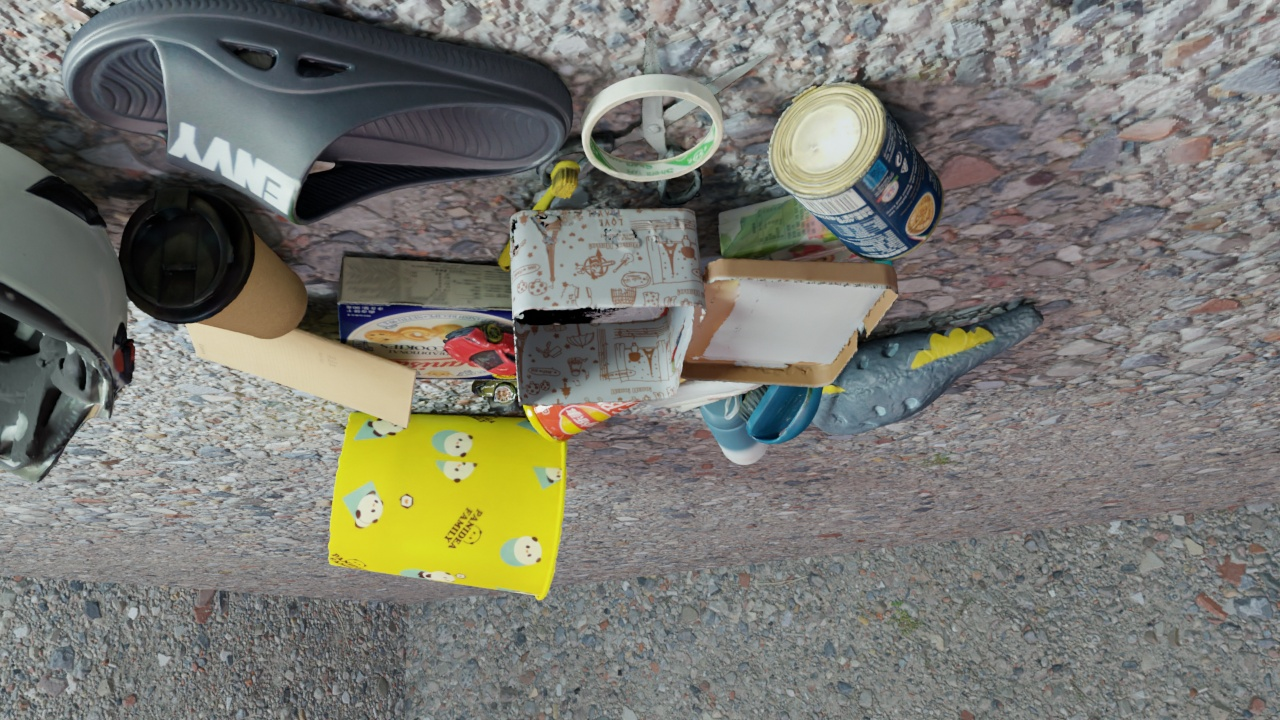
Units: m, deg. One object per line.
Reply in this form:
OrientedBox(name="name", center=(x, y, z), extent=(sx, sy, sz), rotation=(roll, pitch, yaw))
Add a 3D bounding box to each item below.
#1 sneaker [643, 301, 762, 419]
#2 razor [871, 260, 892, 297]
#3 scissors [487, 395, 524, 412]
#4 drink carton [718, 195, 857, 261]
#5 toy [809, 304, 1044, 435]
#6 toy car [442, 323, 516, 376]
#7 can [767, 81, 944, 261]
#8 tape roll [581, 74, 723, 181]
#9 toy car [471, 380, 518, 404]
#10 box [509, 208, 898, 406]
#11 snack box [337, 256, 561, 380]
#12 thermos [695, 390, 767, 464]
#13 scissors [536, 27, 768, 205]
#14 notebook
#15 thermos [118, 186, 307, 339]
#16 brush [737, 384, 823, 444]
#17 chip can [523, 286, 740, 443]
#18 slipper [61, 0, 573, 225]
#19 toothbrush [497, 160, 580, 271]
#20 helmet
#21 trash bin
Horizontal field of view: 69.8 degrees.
OrientedBox(name="sneaker", center=(0.095, 0.008, 0.892), extent=(0.090, 0.089, 0.243), rotation=(28, 151, -29))
OrientedBox(name="razor", center=(0.203, -0.083, 0.752), extent=(0.043, 0.028, 0.132), rotation=(-36, 155, -2))
OrientedBox(name="scissors", center=(-0.071, 0.033, 1.028), extent=(0.224, 0.021, 0.205), rotation=(-8, -176, -43))
OrientedBox(name="drink carton", center=(0.124, -0.095, 0.681), extent=(0.123, 0.045, 0.053), rotation=(-11, 160, 21))
OrientedBox(name="toy", center=(0.252, 0.024, 0.993), extent=(0.137, 0.091, 0.357), rotation=(-24, 177, -38))
OrientedBox(name="toy car", center=(-0.118, -0.006, 0.782), extent=(0.049, 0.031, 0.106), rotation=(-23, 152, 39))
OrientedBox(name="can", center=(0.137, -0.117, 0.579), extent=(0.075, 0.075, 0.111), rotation=(-16, 157, 31))
OrientedBox(name="tape roll", center=(0.007, -0.139, 0.556), extent=(0.086, 0.013, 0.086), rotation=(-4, 155, -2))
OrientedBox(name="toy car", center=(-0.096, 0.018, 0.947), extent=(0.158, 0.042, 0.070), rotation=(-4, -165, -1))
OrientedBox(name="box", center=(0.037, -0.032, 0.675), extent=(0.260, 0.082, 0.177), rotation=(-1, 157, -6))
OrientedBox(name="snack box", center=(-0.172, -0.030, 0.815), extent=(0.177, 0.045, 0.183), rotation=(2, 159, -16))
OrientedBox(name="thermos", center=(0.114, 0.074, 1.128), extent=(0.070, 0.070, 0.220), rotation=(-8, 159, 12))
OrientedBox(name="scissors", center=(0.010, -0.143, 0.577), extent=(0.181, 0.014, 0.159), rotation=(-17, 156, 30))
OrientedBox(name="notebook", center=(-0.308, 0.000, 0.833), extent=(0.211, 0.012, 0.150), rotation=(20, 154, -8))
OrientedBox(name="thermos", center=(-0.299, -0.061, 0.660), extent=(0.093, 0.093, 0.143), rotation=(-5, 169, 4))
OrientedBox(name="brush", center=(0.156, 0.040, 0.968), extent=(0.055, 0.073, 0.144), rotation=(-2, 138, -27))
OrientedBox(name="chip can", center=(-0.005, 0.005, 0.842), extent=(0.217, 0.073, 0.073), rotation=(-26, 153, 24))
OrientedBox(name="slipper", center=(-0.166, -0.125, 0.500), extent=(0.267, 0.083, 0.111), rotation=(2, 158, -18))
OrientedBox(name="toothbrush", center=(-0.076, -0.096, 0.656), extent=(0.015, 0.016, 0.190), rotation=(6, 165, -19))
OrientedBox(name="helmet", center=(-0.419, -0.051, 0.553), extent=(0.230, 0.156, 0.275), rotation=(21, 141, -26))
OrientedBox(name="trash bin", center=(-0.234, 0.166, 1.121), extent=(0.255, 0.229, 0.230), rotation=(8, 159, -12))
